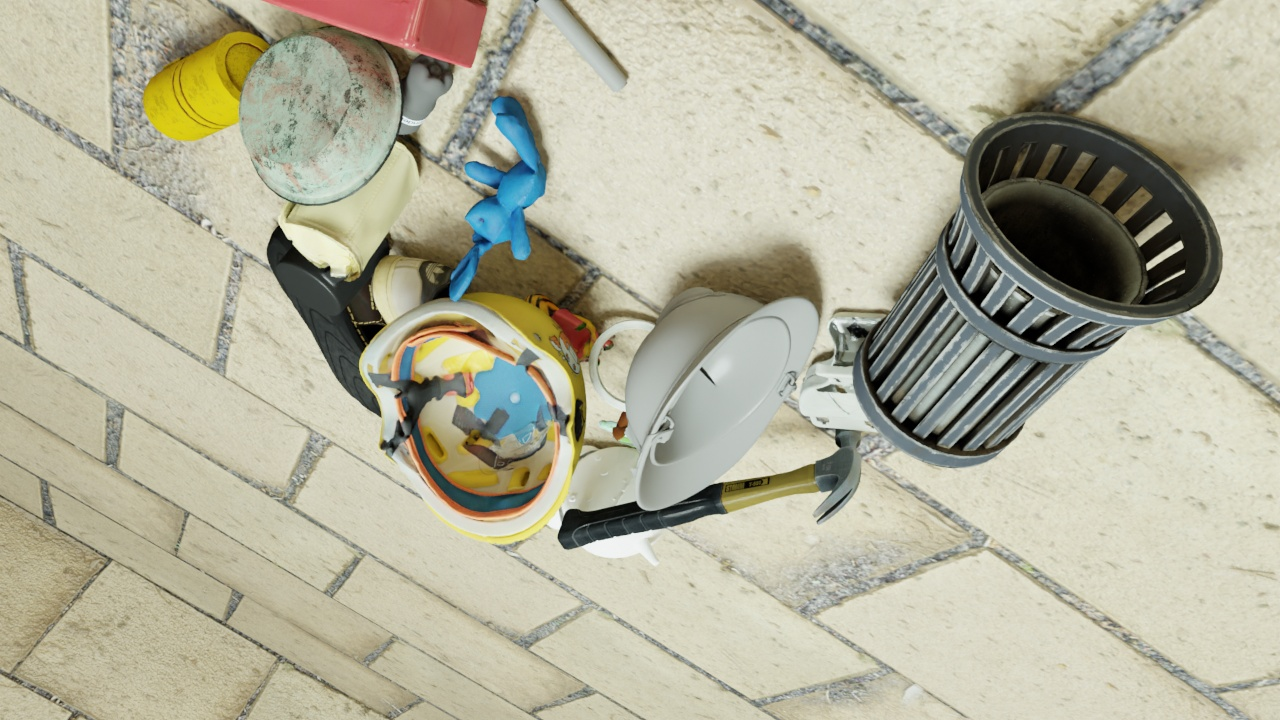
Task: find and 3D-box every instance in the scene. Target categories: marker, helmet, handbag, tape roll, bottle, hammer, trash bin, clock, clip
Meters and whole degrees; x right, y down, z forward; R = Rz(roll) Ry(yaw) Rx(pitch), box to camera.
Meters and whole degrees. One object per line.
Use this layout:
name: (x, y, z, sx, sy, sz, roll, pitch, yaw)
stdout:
marker: (-0.060, -0.259, 0.689, 0.016, 0.016, 0.140, -22, 122, 44)
helmet: (0.046, 0.013, 0.849, 0.117, 0.183, 0.272, 50, 137, 28)
handbag: (-0.265, -0.141, 0.842, 0.081, 0.119, 0.111, 25, 163, -2)
tape roll: (-0.005, 0.005, 0.917, 0.093, 0.013, 0.093, 1, 99, 3)
bottle: (-0.412, -0.251, 0.863, 0.164, 0.070, 0.071, -7, 132, 36)
helmet: (-0.140, 0.042, 0.901, 0.209, 0.139, 0.240, -9, 107, 20)
hammer: (0.062, 0.145, 0.935, 0.334, 0.117, 0.025, -17, 120, 23)
trash bin: (0.257, -0.033, 0.655, 0.164, 0.163, 0.228, 24, 146, 4)
clock: (-0.032, 0.158, 1.068, 0.161, 0.125, 0.073, 15, 141, 23)
clip: (0.204, 0.024, 0.834, 0.125, 0.072, 0.143, 2, 143, 26)
bottle: (-0.199, -0.223, 0.795, 0.036, 0.036, 0.110, 41, 140, -17)

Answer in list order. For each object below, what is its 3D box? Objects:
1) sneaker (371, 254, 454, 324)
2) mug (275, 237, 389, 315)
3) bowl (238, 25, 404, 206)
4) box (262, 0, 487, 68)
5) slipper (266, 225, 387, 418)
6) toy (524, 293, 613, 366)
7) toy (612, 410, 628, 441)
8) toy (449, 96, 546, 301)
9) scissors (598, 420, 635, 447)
sneaker: (-0.201, -0.015, 1.010, 0.102, 0.088, 0.242, -2, 131, 20)
mug: (-0.307, -0.105, 0.940, 0.114, 0.087, 0.078, -7, 134, 49)
bowl: (-0.276, -0.211, 0.765, 0.157, 0.157, 0.038, 12, 178, 19)
box: (-0.198, -0.293, 0.665, 0.157, 0.153, 0.168, 22, 163, 7)
slipper: (-0.324, -0.042, 1.045, 0.113, 0.075, 0.268, -22, 103, 51)
toy: (-0.081, -0.029, 0.949, 0.103, 0.046, 0.084, 36, 154, -3)
toy: (0.026, 0.066, 0.943, 0.090, 0.102, 0.071, 38, 147, 22)
toy: (-0.125, -0.145, 0.814, 0.071, 0.112, 0.177, 13, 124, -19)
scissors: (0.024, 0.094, 1.009, 0.172, 0.022, 0.174, 2, 157, 45)
